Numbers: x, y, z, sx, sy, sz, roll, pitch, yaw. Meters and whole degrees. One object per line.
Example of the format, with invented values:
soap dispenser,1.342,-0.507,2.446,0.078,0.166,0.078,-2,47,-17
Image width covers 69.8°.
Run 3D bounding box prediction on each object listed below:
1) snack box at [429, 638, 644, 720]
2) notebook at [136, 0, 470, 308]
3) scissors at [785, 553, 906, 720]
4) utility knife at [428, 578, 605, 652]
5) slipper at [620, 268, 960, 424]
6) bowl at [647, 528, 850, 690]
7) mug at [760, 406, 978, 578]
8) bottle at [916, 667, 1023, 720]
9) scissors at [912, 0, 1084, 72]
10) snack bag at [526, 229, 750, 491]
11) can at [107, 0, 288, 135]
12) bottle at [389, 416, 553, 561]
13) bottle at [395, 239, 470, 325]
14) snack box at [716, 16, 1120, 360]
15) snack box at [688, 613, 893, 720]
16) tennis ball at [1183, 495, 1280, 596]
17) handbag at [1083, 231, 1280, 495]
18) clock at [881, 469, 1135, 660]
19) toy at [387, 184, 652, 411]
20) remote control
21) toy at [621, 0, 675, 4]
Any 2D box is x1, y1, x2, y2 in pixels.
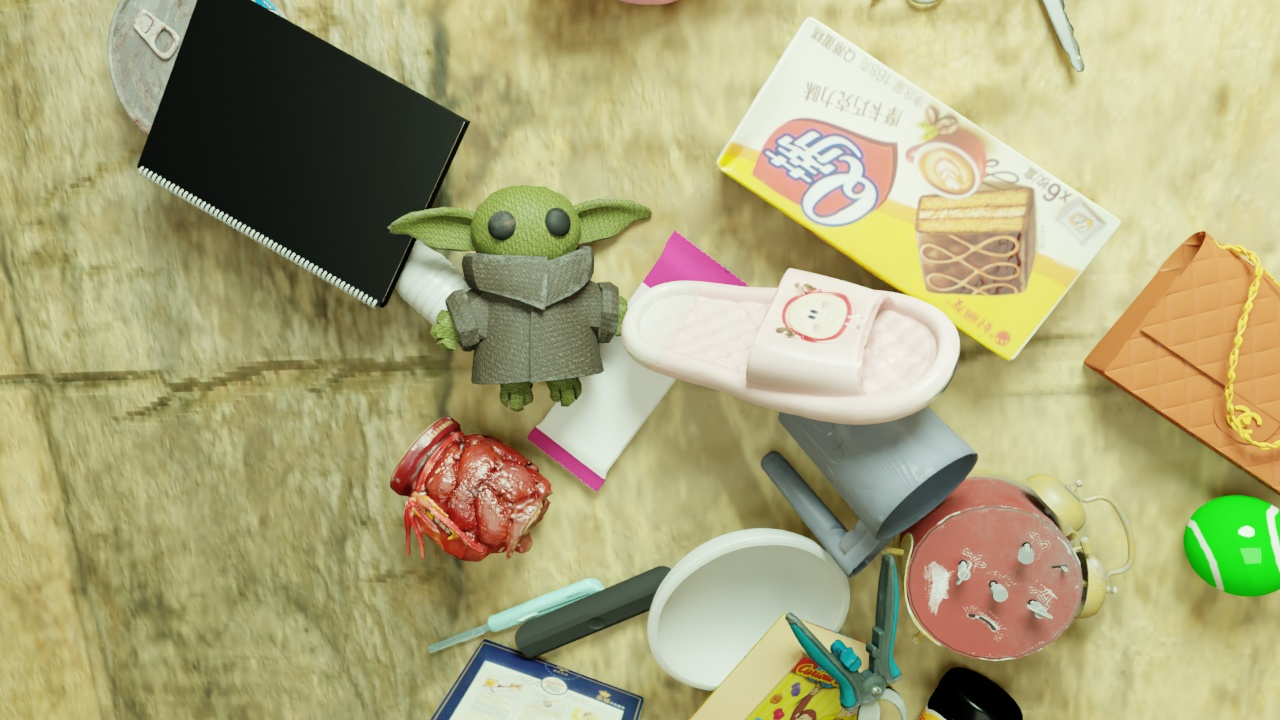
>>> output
snack box,-0.081,0.284,0.686,0.144,0.144,0.043,18,106,6
notebook,-0.241,-0.149,0.645,0.207,0.016,0.149,30,105,3
scissors,0.153,0.194,0.621,0.155,0.019,0.124,34,91,-28
utility knife,-0.104,0.207,0.743,0.166,0.015,0.022,-24,129,16
slipper,0.089,-0.019,0.583,0.222,0.106,0.056,9,139,28
bowl,0.075,0.174,0.671,0.149,0.043,0.150,-5,121,-9
mug,0.144,0.067,0.615,0.104,0.083,0.124,51,126,28
bottle,0.211,0.317,0.681,0.059,0.059,0.182,26,105,5
scissors,0.235,-0.251,0.579,0.175,0.014,0.141,-1,98,13
snack bag,-0.004,0.004,0.678,0.070,0.016,0.197,37,106,4
can,-0.321,-0.219,0.677,0.130,0.044,0.130,2,102,10
bottle,-0.127,0.105,0.683,0.111,0.098,0.099,36,106,7
bottle,-0.159,-0.060,0.680,0.136,0.044,0.044,42,106,0
snack box,0.172,-0.109,0.596,0.230,0.061,0.110,34,106,2
snack box,0.107,0.254,0.673,0.088,0.040,0.126,26,112,-26
tennis ball,0.393,0.121,0.600,0.065,0.065,0.065,2,102,10
handbag,0.396,0.010,0.582,0.172,0.060,0.109,35,102,2
clock,0.252,0.138,0.623,0.159,0.081,0.117,-19,98,14
toy,-0.075,-0.044,0.635,0.179,0.078,0.153,-5,95,-12
remote control,-0.031,0.198,0.719,0.147,0.015,0.033,-26,123,15
toy,0.045,-0.299,0.555,0.127,0.186,0.266,31,136,-35
